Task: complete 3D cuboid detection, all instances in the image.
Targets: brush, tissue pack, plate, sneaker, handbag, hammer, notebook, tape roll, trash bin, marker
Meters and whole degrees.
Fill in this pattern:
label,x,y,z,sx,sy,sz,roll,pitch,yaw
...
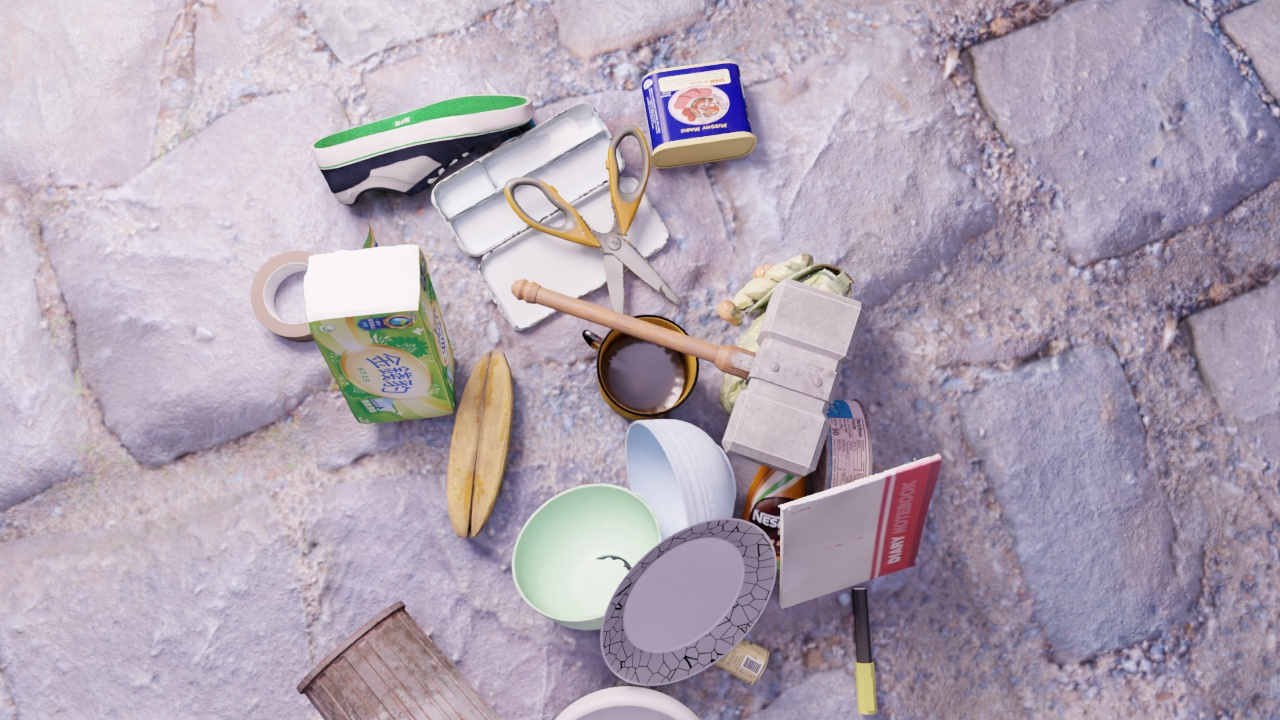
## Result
label,x,y,z,sx,sy,sz,roll,pitch,yaw
brush,-0.164,0.085,0.952,0.059,0.043,0.195,7,82,1
tissue pack,-0.249,-0.047,0.903,0.120,0.198,0.141,-3,57,-9
plate,0.044,0.223,0.855,0.188,0.016,0.189,-14,122,-24
sneaker,-0.224,-0.225,0.986,0.235,0.084,0.079,-16,120,-2
handbag,0.134,-0.030,0.946,0.117,0.113,0.186,38,83,4
hammer,0.028,-0.020,0.854,0.318,0.083,0.162,19,84,5
notebook,0.204,0.169,0.879,0.153,0.209,0.012,-17,51,-5
tape roll,-0.362,-0.068,0.976,0.093,0.030,0.093,0,81,-2
trash bin,-0.207,0.349,0.865,0.130,0.131,0.211,-41,83,-8
marker,0.229,0.297,0.941,0.017,0.021,0.123,-1,79,-3

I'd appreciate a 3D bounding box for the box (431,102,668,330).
label,x,y,z,sx,sy,sz,roll,pitch,yaw
box,-0.095,-0.157,0.994,0.208,0.037,0.189,-33,97,-6

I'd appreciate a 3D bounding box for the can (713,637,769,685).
label,x,y,z,sx,sy,sz,roll,pitch,yaw
can,0.087,0.292,0.929,0.079,0.038,0.038,29,81,3

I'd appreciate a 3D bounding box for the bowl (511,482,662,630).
label,x,y,z,sx,sy,sz,roll,pitch,yaw
bowl,-0.044,0.203,0.907,0.151,0.077,0.150,-10,48,11

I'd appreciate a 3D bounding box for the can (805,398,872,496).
label,x,y,z,sx,sy,sz,roll,pitch,yaw
can,0.192,0.102,0.916,0.044,0.130,0.130,3,81,-2

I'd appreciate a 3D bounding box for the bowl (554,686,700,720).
label,x,y,z,sx,sy,sz,roll,pitch,yaw
bowl,-0.012,0.386,0.885,0.176,0.066,0.177,0,103,1

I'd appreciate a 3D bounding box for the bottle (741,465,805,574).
label,x,y,z,sx,sy,sz,roll,pitch,yaw
bottle,0.139,0.129,0.923,0.059,0.059,0.167,12,100,0

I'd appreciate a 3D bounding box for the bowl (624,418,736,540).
label,x,y,z,sx,sy,sz,roll,pitch,yaw
bowl,0.047,0.123,0.908,0.074,0.151,0.150,-14,81,-20

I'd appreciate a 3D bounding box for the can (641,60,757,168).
label,x,y,z,sx,sy,sz,roll,pitch,yaw
can,0.062,-0.271,1.011,0.116,0.056,0.092,-9,80,-3

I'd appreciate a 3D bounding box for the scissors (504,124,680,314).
label,x,y,z,sx,sy,sz,roll,pitch,yaw
scissors,-0.030,-0.150,0.981,0.225,0.016,0.216,37,84,-7

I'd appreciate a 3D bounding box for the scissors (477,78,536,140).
label,x,y,z,sx,sy,sz,roll,pitch,yaw
scissors,-0.125,-0.249,1.018,0.144,0.019,0.126,11,84,-3

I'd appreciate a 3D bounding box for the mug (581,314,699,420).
label,x,y,z,sx,sy,sz,roll,pitch,yaw
mug,-0.006,0.005,0.943,0.124,0.094,0.100,30,81,1
